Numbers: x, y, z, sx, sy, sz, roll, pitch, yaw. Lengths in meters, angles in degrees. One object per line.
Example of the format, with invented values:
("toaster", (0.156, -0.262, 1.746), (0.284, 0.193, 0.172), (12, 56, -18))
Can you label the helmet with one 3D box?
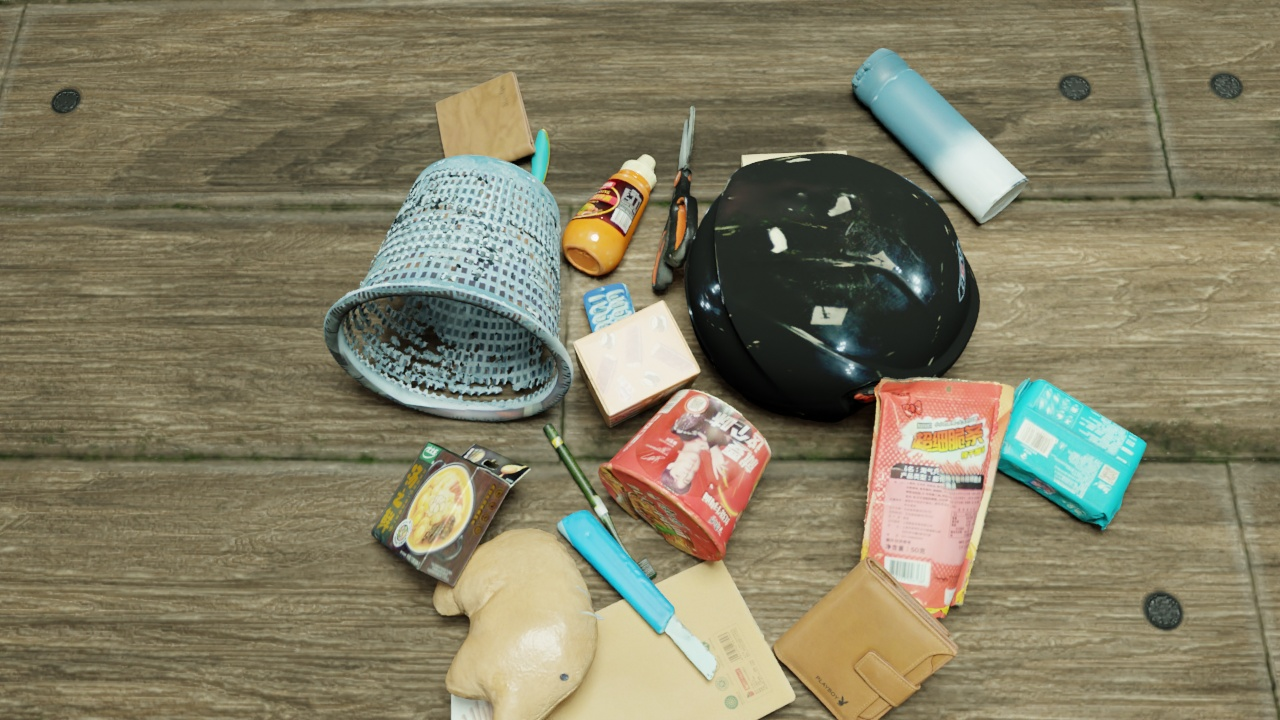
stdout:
("helmet", (0.173, -0.075, 0.842), (0.275, 0.230, 0.233), (-1, 72, 13))

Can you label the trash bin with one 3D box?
("trash bin", (-0.163, -0.078, 0.883), (0.226, 0.227, 0.194), (5, 58, 4))

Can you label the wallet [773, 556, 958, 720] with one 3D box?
("wallet", (0.193, 0.250, 0.798), (0.108, 0.031, 0.132), (46, 118, 15))

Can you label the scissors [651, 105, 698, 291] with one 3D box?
("scissors", (0.035, -0.172, 0.981), (0.021, 0.161, 0.233), (15, 34, -13))

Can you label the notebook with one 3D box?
("notebook", (0.013, 0.279, 0.817), (0.207, 0.008, 0.147), (-22, 61, -13))

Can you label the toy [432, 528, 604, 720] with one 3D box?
("toy", (-0.100, 0.243, 0.787), (0.143, 0.082, 0.225), (-29, 45, 5))

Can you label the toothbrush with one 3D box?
("toothbrush", (-0.041, 0.136, 0.893), (0.017, 0.012, 0.185), (-31, 72, -15))

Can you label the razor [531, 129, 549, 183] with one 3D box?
("razor", (-0.119, -0.193, 1.003), (0.043, 0.028, 0.132), (1, 68, 27))

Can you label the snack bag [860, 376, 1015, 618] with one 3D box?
("snack bag", (0.254, 0.118, 0.808), (0.128, 0.073, 0.208), (4, 98, -12))

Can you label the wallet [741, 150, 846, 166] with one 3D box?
("wallet", (0.169, -0.186, 0.992), (0.115, 0.024, 0.087), (-2, 72, 0))

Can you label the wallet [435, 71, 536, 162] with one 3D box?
("wallet", (-0.175, -0.260, 1.024), (0.101, 0.020, 0.115), (-20, 67, 9))

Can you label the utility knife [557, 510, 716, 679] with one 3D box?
("utility knife", (-0.002, 0.212, 0.843), (0.034, 0.018, 0.203), (-39, 63, -16))

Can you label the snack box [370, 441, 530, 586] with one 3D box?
("snack box", (-0.178, 0.131, 0.851), (0.113, 0.053, 0.125), (12, 69, 52))

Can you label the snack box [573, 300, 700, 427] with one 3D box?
("snack box", (-0.005, 0.005, 0.872), (0.094, 0.093, 0.077), (-26, 81, -6))

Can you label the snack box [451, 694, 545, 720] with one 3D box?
("snack box", (-0.124, 0.357, 0.811), (0.085, 0.027, 0.156), (-4, 71, -1))

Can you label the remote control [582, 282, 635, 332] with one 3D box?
("remote control", (-0.021, -0.016, 0.939), (0.049, 0.024, 0.125), (-15, 75, -3))

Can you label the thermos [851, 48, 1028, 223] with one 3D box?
("thermos", (0.316, -0.246, 0.986), (0.070, 0.070, 0.220), (-35, 72, -10))

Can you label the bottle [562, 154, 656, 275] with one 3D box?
("bottle", (-0.025, -0.161, 0.974), (0.067, 0.067, 0.149), (26, 67, 11))

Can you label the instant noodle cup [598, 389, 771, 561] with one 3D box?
("instant noodle cup", (0.047, 0.100, 0.843), (0.138, 0.138, 0.108), (34, 69, 13))

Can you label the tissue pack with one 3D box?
("tissue pack", (0.404, 0.087, 0.872), (0.133, 0.050, 0.093), (34, 73, 12))
